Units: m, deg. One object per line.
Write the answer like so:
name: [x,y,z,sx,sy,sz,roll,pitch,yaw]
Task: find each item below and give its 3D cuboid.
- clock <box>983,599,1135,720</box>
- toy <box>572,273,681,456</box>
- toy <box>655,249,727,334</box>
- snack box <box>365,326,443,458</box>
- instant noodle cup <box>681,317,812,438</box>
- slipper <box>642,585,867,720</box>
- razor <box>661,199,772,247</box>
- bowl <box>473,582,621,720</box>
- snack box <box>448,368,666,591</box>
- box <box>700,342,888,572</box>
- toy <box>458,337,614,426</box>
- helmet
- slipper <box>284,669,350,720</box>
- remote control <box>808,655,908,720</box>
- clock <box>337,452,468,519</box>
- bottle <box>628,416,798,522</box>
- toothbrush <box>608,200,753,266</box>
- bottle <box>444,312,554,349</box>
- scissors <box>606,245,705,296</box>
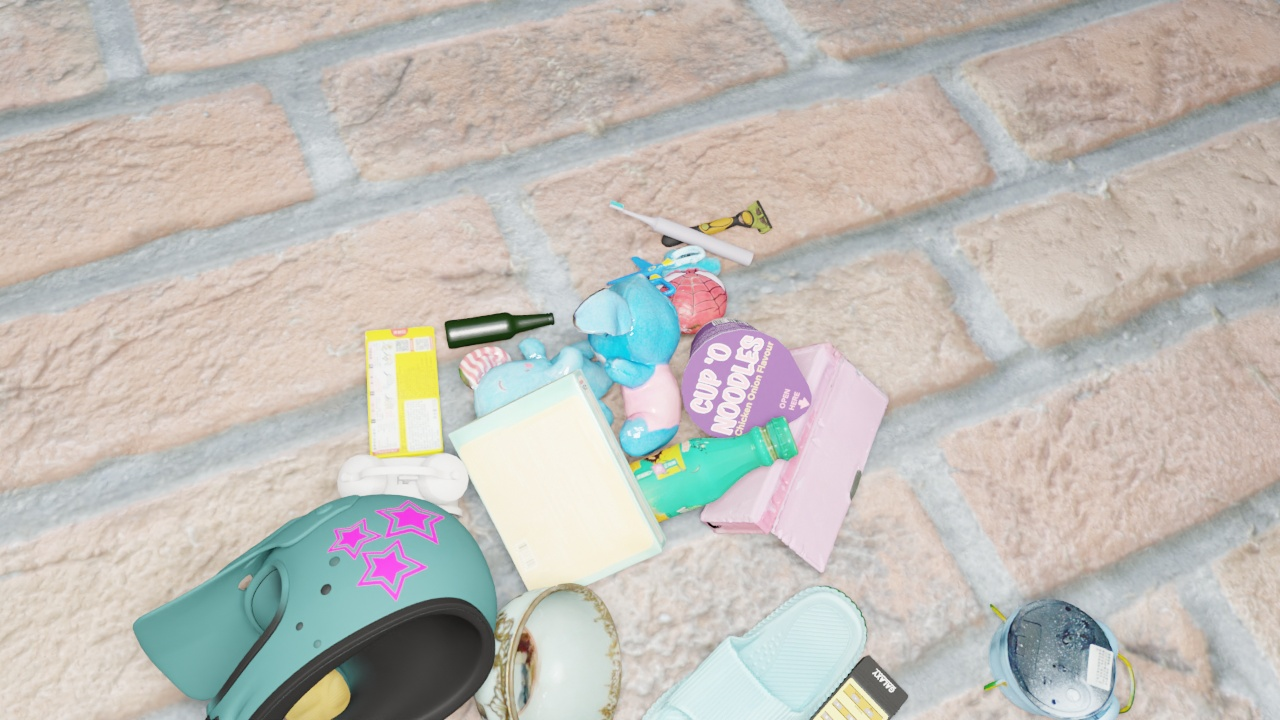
clock: [0.435,0.313,0.940,0.162,0.060,0.117,19,64,1]
toy: [-0.006,0.006,0.948,0.099,0.224,0.191,-7,87,10]
toy: [0.056,-0.086,1.083,0.092,0.062,0.132,3,53,-7]
snack box: [-0.257,0.036,0.997,0.075,0.025,0.152,-5,65,-11]
instant noodle cup: [0.107,0.010,0.996,0.137,0.121,0.122,14,107,-7]
slipper: [0.119,0.317,0.891,0.275,0.070,0.116,-34,76,-22]
razor: [0.093,-0.166,1.149,0.144,0.021,0.044,-17,68,-13]
bowl: [-0.100,0.286,0.846,0.094,0.160,0.159,-11,58,32]
snack box: [-0.081,0.125,0.898,0.141,0.044,0.193,-26,92,11]
box: [0.174,0.106,1.008,0.115,0.107,0.232,42,59,-26]
toy: [-0.090,0.032,0.984,0.183,0.115,0.180,44,53,9]
helmet: [-0.262,0.220,0.770,0.274,0.177,0.200,-28,39,-21]
slipper: [-0.245,0.344,0.820,0.099,0.079,0.263,-38,72,-22]
remote control: [0.204,0.360,0.910,0.133,0.013,0.058,-40,75,-23]
clock: [-0.227,0.126,0.885,0.120,0.159,0.061,0,73,-8]
bottle: [0.057,0.114,0.935,0.210,0.068,0.068,-23,67,9]
toothbrush: [0.049,-0.156,1.117,0.188,0.018,0.019,19,84,-11]
bottle: [-0.159,-0.038,1.043,0.123,0.033,0.033,-10,66,-13]
scissors: [0.021,-0.109,1.073,0.123,0.016,0.125,-31,33,-11]
